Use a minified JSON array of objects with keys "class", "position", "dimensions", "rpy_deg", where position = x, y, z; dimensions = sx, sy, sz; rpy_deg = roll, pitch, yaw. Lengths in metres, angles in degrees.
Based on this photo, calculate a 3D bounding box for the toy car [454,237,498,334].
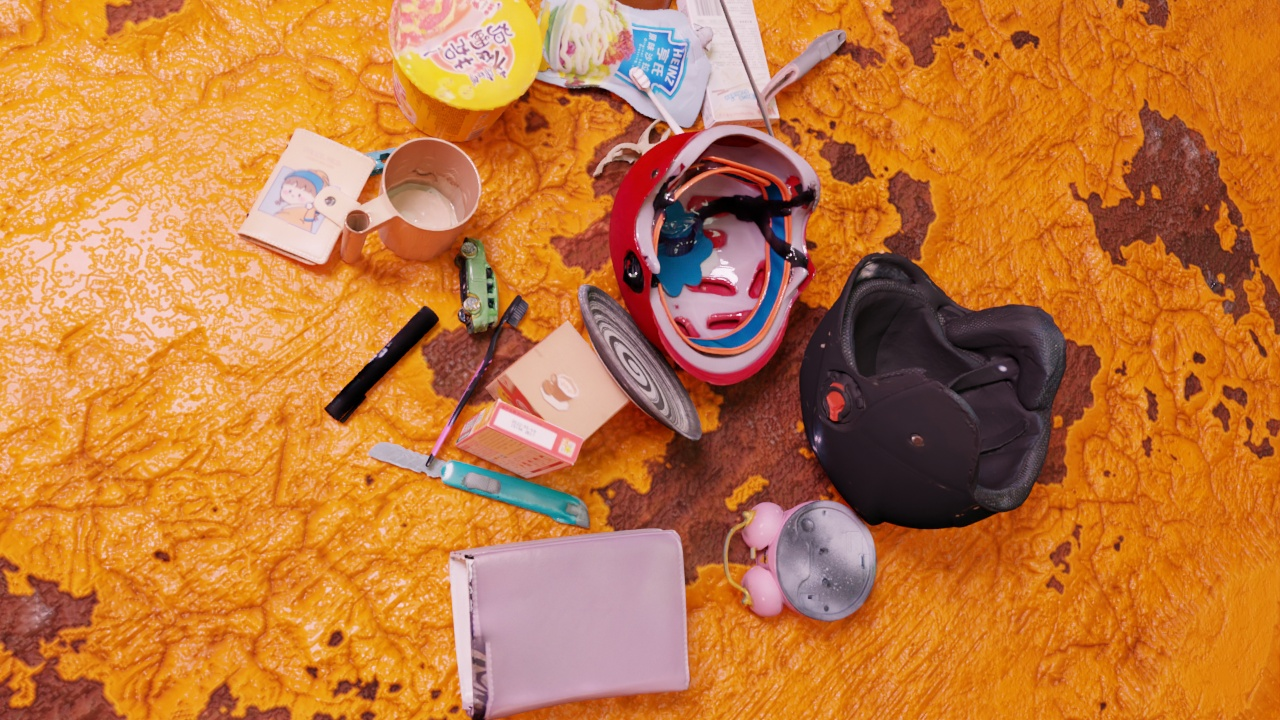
[{"class":"toy car","position":[-0.155,-0.071,0.863],"dimensions":[0.036,0.043,0.091],"rpy_deg":[-6,83,-19]}]

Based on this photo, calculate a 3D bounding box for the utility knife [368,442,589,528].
[{"class":"utility knife","position":[-0.144,0.114,0.847],"dimensions":[0.216,0.013,0.029],"rpy_deg":[19,70,-16]}]

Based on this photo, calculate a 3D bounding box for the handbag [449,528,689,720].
[{"class":"handbag","position":[-0.062,0.229,0.811],"dimensions":[0.196,0.099,0.145],"rpy_deg":[-2,79,-22]}]

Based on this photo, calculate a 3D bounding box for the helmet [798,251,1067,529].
[{"class":"helmet","position":[0.268,0.037,0.904],"dimensions":[0.232,0.231,0.274],"rpy_deg":[-25,76,-43]}]

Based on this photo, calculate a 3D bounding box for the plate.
[{"class":"plate","position":[-0.005,0.005,0.853],"dimensions":[0.024,0.179,0.179],"rpy_deg":[-36,94,12]}]

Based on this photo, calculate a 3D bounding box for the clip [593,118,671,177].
[{"class":"clip","position":[-0.013,-0.216,0.950],"dimensions":[0.092,0.035,0.103],"rpy_deg":[18,70,-18]}]

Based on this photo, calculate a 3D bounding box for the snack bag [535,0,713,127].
[{"class":"snack bag","position":[-0.016,-0.320,0.954],"dimensions":[0.191,0.039,0.110],"rpy_deg":[13,94,-16]}]

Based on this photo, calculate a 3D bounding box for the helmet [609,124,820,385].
[{"class":"helmet","position":[0.056,-0.108,0.898],"dimensions":[0.206,0.144,0.240],"rpy_deg":[-5,107,-33]}]

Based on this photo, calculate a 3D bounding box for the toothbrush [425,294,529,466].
[{"class":"toothbrush","position":[-0.152,0.018,0.858],"dimensions":[0.018,0.014,0.188],"rpy_deg":[34,67,-21]}]

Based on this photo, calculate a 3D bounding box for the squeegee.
[{"class":"squeegee","position":[0.170,-0.316,1.014],"dimensions":[0.248,0.040,0.248],"rpy_deg":[-48,122,-41]}]

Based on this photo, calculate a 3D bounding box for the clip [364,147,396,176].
[{"class":"clip","position":[-0.251,-0.185,0.864],"dimensions":[0.056,0.014,0.043],"rpy_deg":[-17,85,-20]}]

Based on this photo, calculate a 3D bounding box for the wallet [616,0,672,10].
[{"class":"wallet","position":[-0.023,-0.405,0.985],"dimensions":[0.124,0.032,0.101],"rpy_deg":[21,71,-17]}]

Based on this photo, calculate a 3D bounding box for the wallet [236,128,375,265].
[{"class":"wallet","position":[-0.296,-0.146,0.827],"dimensions":[0.087,0.024,0.115],"rpy_deg":[21,72,3]}]

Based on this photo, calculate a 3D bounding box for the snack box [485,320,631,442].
[{"class":"snack box","position":[-0.078,0.030,0.844],"dimensions":[0.076,0.094,0.093],"rpy_deg":[-41,96,-22]}]

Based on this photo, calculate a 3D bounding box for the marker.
[{"class":"marker","position":[-0.232,0.002,0.832],"dimensions":[0.131,0.020,0.022],"rpy_deg":[-50,116,-21]}]

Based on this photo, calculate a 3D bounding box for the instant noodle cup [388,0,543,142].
[{"class":"instant noodle cup","position":[-0.171,-0.278,0.860],"dimensions":[0.138,0.110,0.138],"rpy_deg":[4,79,-20]}]

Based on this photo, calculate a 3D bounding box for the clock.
[{"class":"clock","position":[0.156,0.199,0.920],"dimensions":[0.158,0.060,0.117],"rpy_deg":[5,79,-21]}]

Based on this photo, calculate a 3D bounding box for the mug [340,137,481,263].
[{"class":"mug","position":[-0.210,-0.131,0.820],"dimensions":[0.124,0.104,0.084],"rpy_deg":[-34,93,-23]}]

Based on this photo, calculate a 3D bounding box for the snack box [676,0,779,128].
[{"class":"snack box","position":[0.097,-0.335,1.017],"dimensions":[0.084,0.027,0.156],"rpy_deg":[-9,83,-23]}]

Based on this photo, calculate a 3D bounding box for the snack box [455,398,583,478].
[{"class":"snack box","position":[-0.109,0.071,0.791],"dimensions":[0.077,0.156,0.027],"rpy_deg":[27,71,-14]}]

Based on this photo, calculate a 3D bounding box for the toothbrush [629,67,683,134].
[{"class":"toothbrush","position":[0.047,-0.232,0.964],"dimensions":[0.016,0.016,0.180],"rpy_deg":[-39,110,2]}]
